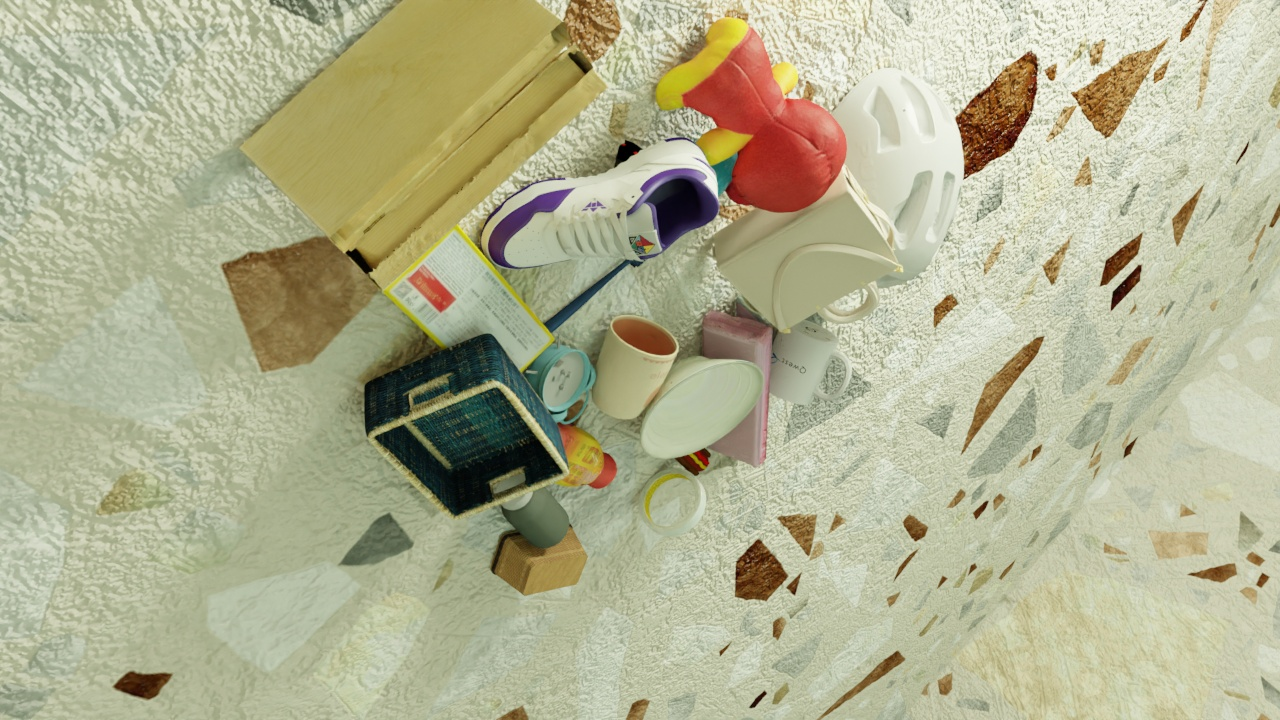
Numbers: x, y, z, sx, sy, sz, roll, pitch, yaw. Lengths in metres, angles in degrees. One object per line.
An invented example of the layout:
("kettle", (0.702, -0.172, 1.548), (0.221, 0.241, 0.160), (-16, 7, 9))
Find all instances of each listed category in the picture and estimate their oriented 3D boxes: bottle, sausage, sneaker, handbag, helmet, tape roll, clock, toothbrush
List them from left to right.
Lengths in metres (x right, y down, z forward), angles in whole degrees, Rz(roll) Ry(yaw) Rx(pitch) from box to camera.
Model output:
("bottle", (-0.131, 0.180, 1.108), (0.060, 0.060, 0.108), (-43, 140, -11))
("clock", (-0.086, 0.030, 1.042), (0.087, 0.042, 0.123), (-50, 145, -20))
("bottle", (-0.082, 0.120, 1.118), (0.071, 0.048, 0.134), (-53, 140, 3))
("toothbrush", (-0.063, -0.066, 1.024), (0.189, 0.016, 0.017), (-41, 146, -13))
("sneaker", (-0.031, -0.131, 0.894), (0.244, 0.111, 0.092), (-24, 131, -5))
("tape roll", (0.043, 0.193, 1.256), (0.094, 0.094, 0.019), (-47, 140, -5))
("sausage", (0.054, 0.114, 1.249), (0.040, 0.040, 0.155), (-49, 140, -4))
("handbag", (0.215, -0.111, 1.102), (0.195, 0.101, 0.198), (-29, 126, 24))
("helmet", (0.319, -0.233, 1.197), (0.224, 0.184, 0.282), (15, 88, -52))

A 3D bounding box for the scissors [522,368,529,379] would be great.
("scissors", (-0.153, 0.035, 1.015), (0.130, 0.018, 0.109), (-4, 119, -43))

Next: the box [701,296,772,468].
("box", (0.141, 0.029, 1.235), (0.080, 0.099, 0.233), (-46, 143, -40))

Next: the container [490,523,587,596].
("container", (-0.124, 0.254, 1.169), (0.113, 0.061, 0.063), (-1, 119, -43))

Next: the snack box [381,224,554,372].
("snack box", (-0.172, -0.052, 0.911), (0.092, 0.042, 0.201), (-46, 140, -7))

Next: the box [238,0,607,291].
("box", (-0.165, -0.185, 0.750), (0.248, 0.142, 0.179), (-46, 130, -7))

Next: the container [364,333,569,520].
("container", (-0.174, 0.071, 0.938), (0.145, 0.071, 0.187), (-22, 140, 5))

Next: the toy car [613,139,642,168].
("toy car", (-0.007, -0.184, 0.967), (0.036, 0.042, 0.092), (-22, 132, -21))

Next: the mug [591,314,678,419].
("mug", (-0.006, 0.006, 1.091), (0.111, 0.085, 0.104), (-42, 159, -59))

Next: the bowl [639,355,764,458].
("bowl", (0.065, 0.044, 1.150), (0.176, 0.057, 0.177), (-22, 145, -16))

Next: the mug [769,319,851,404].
("mug", (0.235, 0.008, 1.279), (0.083, 0.120, 0.096), (-14, 129, -57))

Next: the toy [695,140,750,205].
("toy", (0.113, -0.223, 1.043), (0.132, 0.062, 0.092), (-1, 106, -23))

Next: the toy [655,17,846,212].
("toy", (0.127, -0.245, 0.958), (0.147, 0.099, 0.216), (-46, 111, 2))
